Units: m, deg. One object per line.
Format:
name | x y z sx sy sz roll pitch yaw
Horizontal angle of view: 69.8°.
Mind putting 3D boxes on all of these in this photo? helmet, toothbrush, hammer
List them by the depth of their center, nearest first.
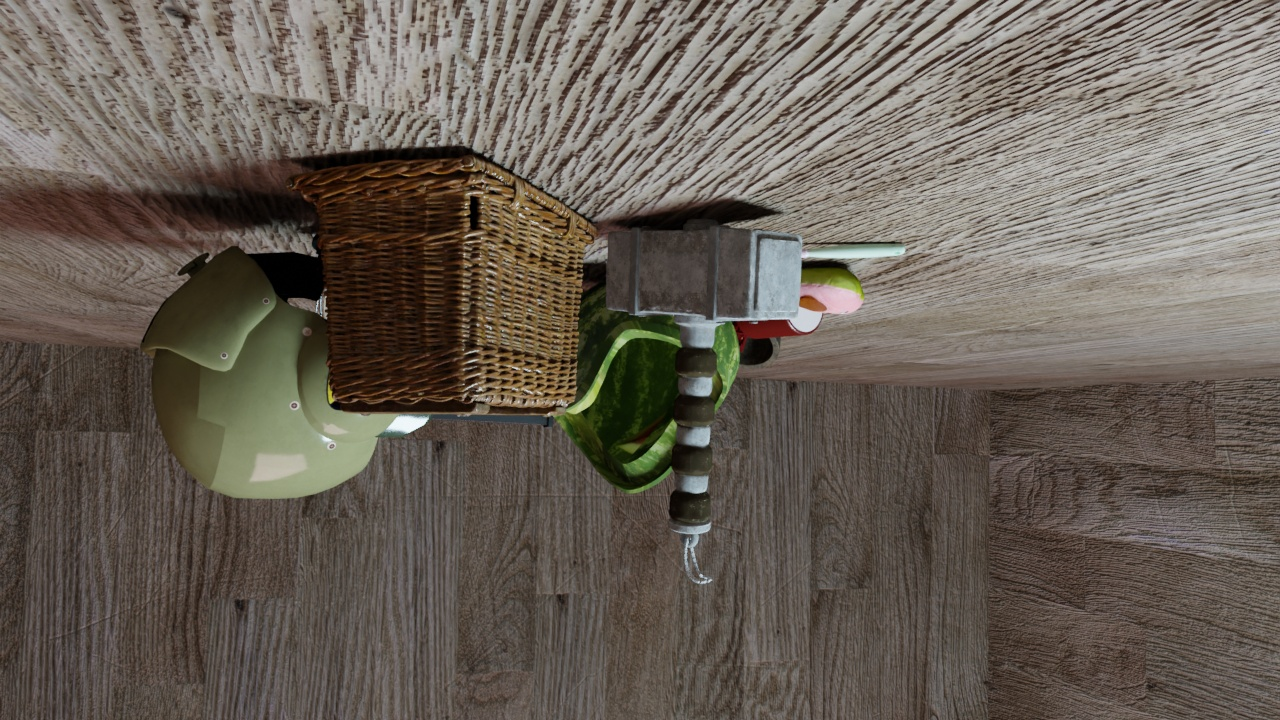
hammer | 0.049 0.036 0.836 0.177 0.326 0.079 7 -172 43
helmet | -0.333 0.000 0.856 0.232 0.255 0.251 2 177 -35
toothbrush | 0.184 -0.109 0.915 0.155 0.015 0.022 0 145 12
helmet | -0.007 0.006 1.119 0.213 0.247 0.243 48 178 -30

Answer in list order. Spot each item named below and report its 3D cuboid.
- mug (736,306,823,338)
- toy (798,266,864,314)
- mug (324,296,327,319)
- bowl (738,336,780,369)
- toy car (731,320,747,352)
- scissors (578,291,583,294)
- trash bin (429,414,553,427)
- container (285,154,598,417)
mug | 0.180 -0.072 1.128 0.105 0.073 0.083 -31 -163 -35
toy | 0.218 -0.080 1.050 0.090 0.051 0.109 0 177 38
mug | -0.342 -0.065 1.214 0.120 0.096 0.099 -8 -179 40
bowl | 0.152 -0.048 1.356 0.121 0.056 0.121 17 145 12
toy car | 0.062 -0.052 1.271 0.169 0.061 0.070 4 142 -7
scissors | -0.097 -0.092 1.260 0.145 0.019 0.133 6 172 -33
trash bin | -0.206 0.017 1.252 0.171 0.139 0.140 3 175 -8
container | -0.149 -0.046 0.760 0.162 0.183 0.249 -1 175 18
